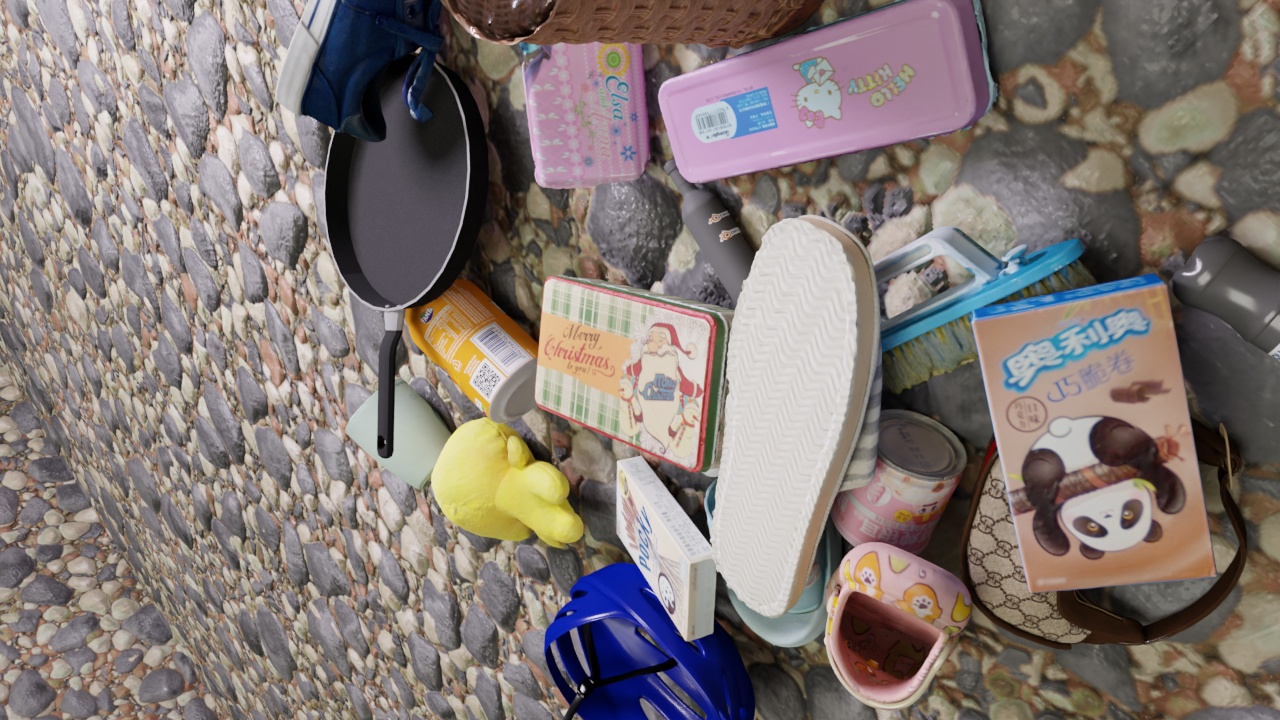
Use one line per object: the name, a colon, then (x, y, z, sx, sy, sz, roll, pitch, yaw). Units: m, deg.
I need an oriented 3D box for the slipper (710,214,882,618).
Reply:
slipper: (0.096, 0.044, 0.576, 0.114, 0.054, 0.273, 41, 132, 49)

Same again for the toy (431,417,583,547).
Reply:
toy: (-0.131, 0.125, 0.894, 0.208, 0.092, 0.134, 3, 116, 41)

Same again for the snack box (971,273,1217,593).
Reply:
snack box: (0.227, 0.039, 0.462, 0.087, 0.034, 0.151, -12, 100, 22)

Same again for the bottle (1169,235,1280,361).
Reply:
bottle: (0.304, -0.017, 0.424, 0.110, 0.036, 0.036, 40, 134, 23)

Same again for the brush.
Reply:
brush: (0.183, -0.039, 0.519, 0.136, 0.055, 0.075, -30, 94, 48)

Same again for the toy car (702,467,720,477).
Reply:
toy car: (0.038, 0.062, 0.739, 0.090, 0.027, 0.039, 36, 130, 26)

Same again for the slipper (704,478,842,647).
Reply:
slipper: (0.093, 0.108, 0.675, 0.104, 0.074, 0.246, 22, 124, 37)

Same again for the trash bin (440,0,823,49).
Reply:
trash bin: (-0.003, -0.234, 0.485, 0.151, 0.209, 0.151, 23, 126, 36)

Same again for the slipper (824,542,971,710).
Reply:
slipper: (0.154, 0.178, 0.591, 0.093, 0.081, 0.197, 22, 158, 21)

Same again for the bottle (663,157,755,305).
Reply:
bottle: (0.051, -0.092, 0.641, 0.030, 0.030, 0.113, -36, 84, 48)

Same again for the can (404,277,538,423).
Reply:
can: (-0.149, -0.013, 0.846, 0.142, 0.078, 0.079, 42, 135, 21)

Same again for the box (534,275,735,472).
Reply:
box: (-0.004, 0.004, 0.694, 0.206, 0.050, 0.118, 20, 105, 48)

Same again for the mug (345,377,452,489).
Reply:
mug: (-0.256, 0.087, 1.015, 0.104, 0.084, 0.111, 43, 164, 4)

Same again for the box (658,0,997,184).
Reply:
box: (0.103, -0.159, 0.552, 0.215, 0.036, 0.076, -2, 113, 45)

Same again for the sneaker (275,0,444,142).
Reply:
sneaker: (-0.182, -0.292, 0.719, 0.127, 0.120, 0.295, 28, 124, -12)

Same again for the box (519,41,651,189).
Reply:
box: (-0.040, -0.243, 0.646, 0.085, 0.076, 0.231, -2, 114, 6)

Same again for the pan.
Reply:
pan: (-0.214, -0.091, 0.819, 0.226, 0.034, 0.356, 3, 92, 42)

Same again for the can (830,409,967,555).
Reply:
can: (0.165, 0.081, 0.592, 0.067, 0.067, 0.076, 34, 131, 28)

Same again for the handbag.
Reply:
handbag: (0.261, 0.090, 0.519, 0.138, 0.063, 0.167, 16, 118, 19)

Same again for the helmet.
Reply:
helmet: (-0.023, 0.280, 0.765, 0.242, 0.227, 0.148, 25, 126, 38)

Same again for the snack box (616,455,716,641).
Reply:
snack box: (0.018, 0.152, 0.763, 0.150, 0.026, 0.082, -133, 37, -54)
